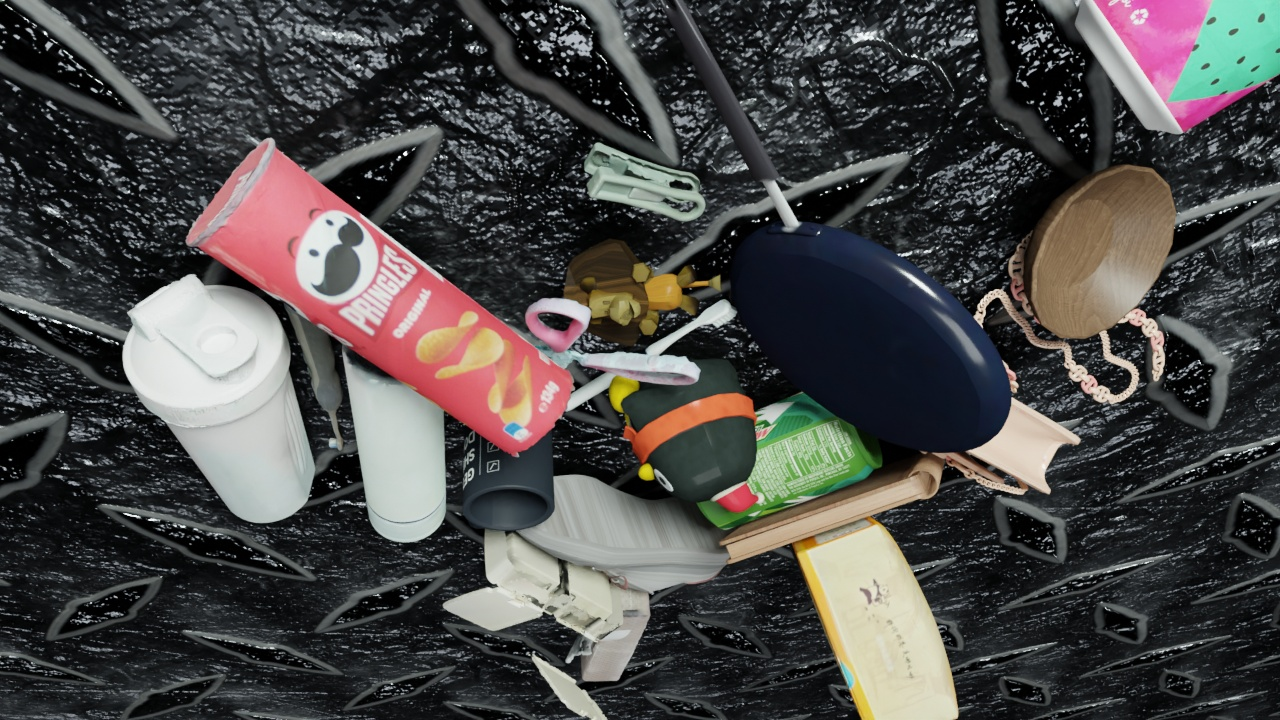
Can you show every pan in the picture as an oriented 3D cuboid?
[{"bbox_3d":[0.098,-0.062,0.545,0.199,0.021,0.356,14,147,52],"label":"pan"}]

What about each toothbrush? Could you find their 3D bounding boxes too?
[{"bbox_3d":[-0.004,0.004,0.697,0.187,0.012,0.017,-31,140,29],"label":"toothbrush"},{"bbox_3d":[-0.231,0.015,0.672,0.024,0.022,0.186,2,143,-7],"label":"toothbrush"}]

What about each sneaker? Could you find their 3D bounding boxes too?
[{"bbox_3d":[-0.017,0.171,0.843,0.236,0.099,0.090,12,125,-25],"label":"sneaker"}]

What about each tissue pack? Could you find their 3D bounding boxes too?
[{"bbox_3d":[-0.038,0.267,0.960,0.071,0.103,0.182,7,142,-14],"label":"tissue pack"}]

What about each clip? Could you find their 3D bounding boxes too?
[{"bbox_3d":[0.004,-0.104,0.545,0.076,0.047,0.023,11,141,-27],"label":"clip"}]

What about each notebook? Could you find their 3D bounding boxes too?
[{"bbox_3d":[0.170,0.117,0.771,0.169,0.022,0.210,-24,172,18],"label":"notebook"}]

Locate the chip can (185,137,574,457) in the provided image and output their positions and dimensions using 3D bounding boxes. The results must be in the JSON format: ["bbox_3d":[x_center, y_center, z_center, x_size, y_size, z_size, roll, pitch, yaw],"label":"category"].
[{"bbox_3d":[-0.145,-0.028,0.552,0.073,0.073,0.233,-31,126,28],"label":"chip can"}]

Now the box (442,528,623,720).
[{"bbox_3d":[-0.098,0.236,0.811,0.143,0.194,0.101,38,112,-27],"label":"box"}]

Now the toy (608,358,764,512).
[{"bbox_3d":[0.042,0.059,0.688,0.100,0.119,0.097,-23,156,3],"label":"toy"}]

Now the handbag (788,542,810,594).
[{"bbox_3d":[0.211,0.260,0.910,0.072,0.195,0.176,-18,141,15],"label":"handbag"}]

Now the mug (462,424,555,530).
[{"bbox_3d":[-0.115,0.095,0.744,0.071,0.077,0.105,18,136,-28],"label":"mug"}]

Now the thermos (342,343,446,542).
[{"bbox_3d":[-0.182,0.058,0.697,0.068,0.067,0.231,1,141,-10],"label":"thermos"}]

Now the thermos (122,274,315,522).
[{"bbox_3d":[-0.283,0.035,0.635,0.099,0.099,0.221,0,146,-9],"label":"thermos"}]

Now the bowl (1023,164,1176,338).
[{"bbox_3d":[0.293,-0.073,0.601,0.117,0.030,0.118,-10,118,-20],"label":"bowl"}]

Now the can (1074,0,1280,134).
[{"bbox_3d":[0.301,-0.187,0.430,0.088,0.088,0.166,28,131,-37],"label":"can"}]

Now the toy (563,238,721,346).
[{"bbox_3d":[0.002,-0.044,0.592,0.100,0.062,0.076,-2,125,9],"label":"toy"}]

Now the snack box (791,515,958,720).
[{"bbox_3d":[0.183,0.197,0.730,0.081,0.145,0.195,-22,173,5],"label":"snack box"}]

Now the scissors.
[{"bbox_3d":[-0.033,-0.001,0.628,0.158,0.014,0.173,18,161,-10],"label":"scissors"}]

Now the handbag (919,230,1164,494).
[{"bbox_3d":[0.278,-0.003,0.709,0.198,0.116,0.187,26,95,-30],"label":"handbag"}]

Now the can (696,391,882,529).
[{"bbox_3d":[0.115,0.078,0.751,0.144,0.083,0.083,-25,139,22],"label":"can"}]
